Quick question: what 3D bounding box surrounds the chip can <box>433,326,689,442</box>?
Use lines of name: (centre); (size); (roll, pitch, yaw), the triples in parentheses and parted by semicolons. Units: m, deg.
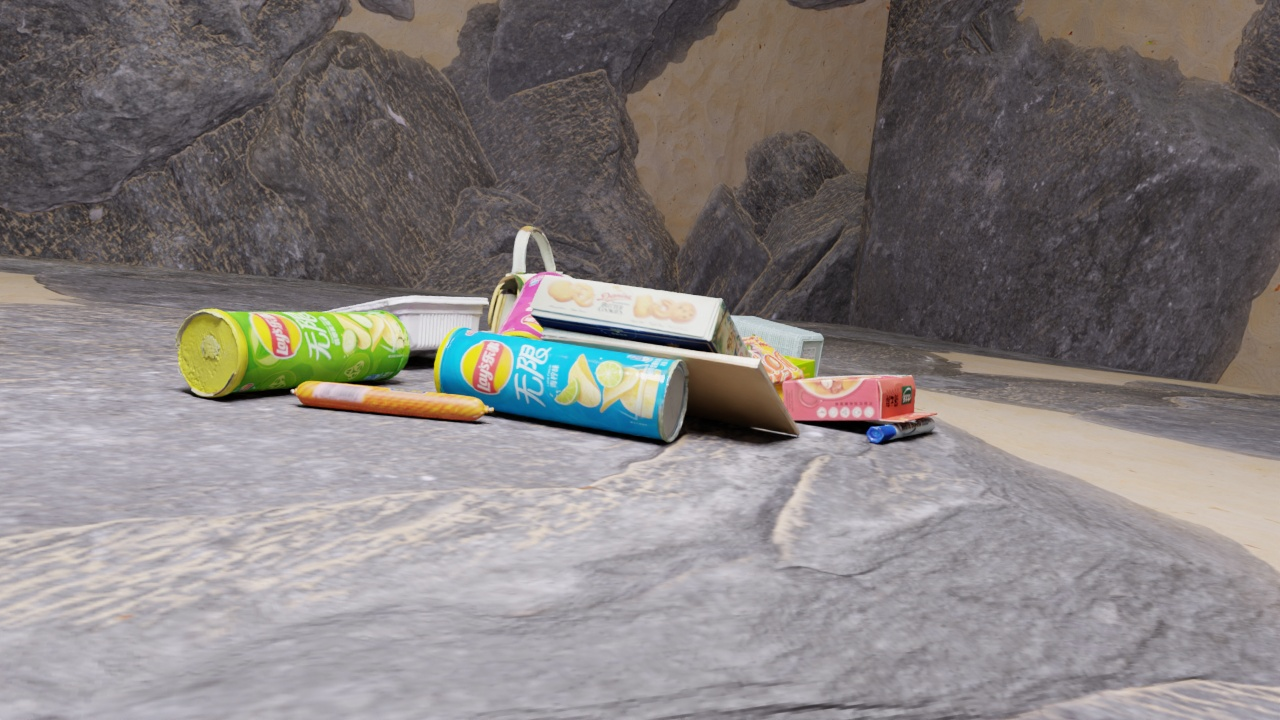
chip can: (-0.068, 0.020, 0.787); (0.210, 0.071, 0.071); (9, 7, 18)

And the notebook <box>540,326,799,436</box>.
notebook: (0.029, 0.022, 0.843); (0.212, 0.012, 0.149); (9, -22, 28)

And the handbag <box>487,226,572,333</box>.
handbag: (-0.136, -0.080, 1.173); (0.063, 0.179, 0.163); (3, 6, 21)

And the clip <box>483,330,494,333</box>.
clip: (-0.195, 0.007, 1.021); (0.035, 0.094, 0.103); (0, -30, -38)

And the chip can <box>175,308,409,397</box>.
chip can: (-0.301, -0.010, 0.828); (0.073, 0.072, 0.220); (9, 7, 24)

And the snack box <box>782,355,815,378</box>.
snack box: (0.129, 0.018, 1.099); (0.156, 0.026, 0.086); (-13, 17, -41)

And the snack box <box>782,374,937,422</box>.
snack box: (0.230, 0.038, 0.956); (0.127, 0.044, 0.113); (-2, 0, 33)

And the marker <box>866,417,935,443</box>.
marker: (0.264, 0.069, 0.919); (0.017, 0.017, 0.145); (11, 7, 37)

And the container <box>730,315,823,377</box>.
container: (0.175, -0.007, 1.222); (0.112, 0.090, 0.090); (13, 9, 34)

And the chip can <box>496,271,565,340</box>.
chip can: (-0.109, -0.031, 0.960); (0.071, 0.071, 0.210); (6, 22, 1)

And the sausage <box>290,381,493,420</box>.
sausage: (-0.203, 0.033, 0.750); (0.165, 0.021, 0.021); (6, 6, -3)

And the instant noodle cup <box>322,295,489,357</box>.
instant noodle cup: (-0.271, -0.036, 1.071); (0.138, 0.060, 0.173); (-9, -3, 25)

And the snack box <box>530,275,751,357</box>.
snack box: (0.013, -0.007, 0.868); (0.178, 0.045, 0.182); (10, -24, 25)

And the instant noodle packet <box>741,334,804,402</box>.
instant noodle packet: (0.109, 0.012, 0.998); (0.128, 0.044, 0.111); (-7, 38, -34)
